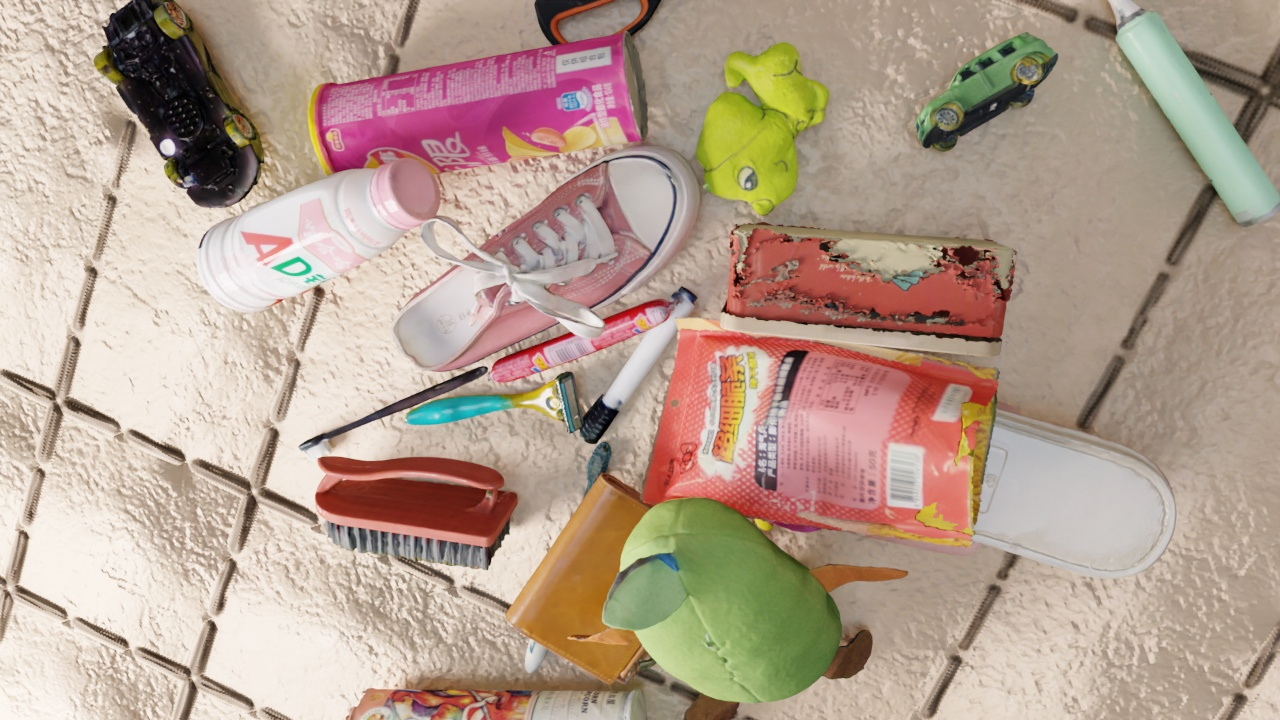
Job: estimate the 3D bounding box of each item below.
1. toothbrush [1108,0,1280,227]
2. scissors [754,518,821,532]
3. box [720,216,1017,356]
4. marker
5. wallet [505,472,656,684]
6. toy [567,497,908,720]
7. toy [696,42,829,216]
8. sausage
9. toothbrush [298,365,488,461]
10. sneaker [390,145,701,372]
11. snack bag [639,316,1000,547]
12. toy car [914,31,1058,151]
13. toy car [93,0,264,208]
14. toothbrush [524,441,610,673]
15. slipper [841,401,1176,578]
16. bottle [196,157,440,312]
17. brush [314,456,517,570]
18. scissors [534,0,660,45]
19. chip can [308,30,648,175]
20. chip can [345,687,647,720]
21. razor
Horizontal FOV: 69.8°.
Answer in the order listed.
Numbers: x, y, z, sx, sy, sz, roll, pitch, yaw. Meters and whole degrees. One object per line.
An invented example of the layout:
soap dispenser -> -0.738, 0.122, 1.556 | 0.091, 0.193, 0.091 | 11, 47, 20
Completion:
toothbrush -> 0.315, -0.177, 0.554 | 0.027, 0.027, 0.224 | -33, 94, 42
scissors -> 0.064, 0.106, 0.635 | 0.133, 0.017, 0.125 | 13, 137, 30
box -> 0.138, -0.056, 0.571 | 0.168, 0.091, 0.079 | 5, 103, 8
marker -> -0.004, 0.004, 0.642 | 0.022, 0.018, 0.131 | 36, 104, 6
wallet -> -0.013, 0.163, 0.657 | 0.119, 0.035, 0.131 | 32, 99, -11
toy -> 0.061, 0.166, 0.593 | 0.227, 0.089, 0.247 | -19, 135, 12
toy -> 0.075, -0.150, 0.596 | 0.100, 0.031, 0.096 | -38, 92, 9
sausage -> -0.042, -0.012, 0.637 | 0.156, 0.020, 0.020 | -20, 96, 20
toothbrush -> -0.180, 0.039, 0.662 | 0.181, 0.015, 0.018 | -23, 101, 25
sneaker -> -0.069, -0.060, 0.606 | 0.241, 0.087, 0.118 | -29, 94, 14
snack bag -> 0.105, 0.043, 0.568 | 0.208, 0.073, 0.128 | 7, 78, 25
toy car -> 0.210, -0.164, 0.564 | 0.091, 0.043, 0.036 | -33, 78, 5
toy car -> -0.323, -0.181, 0.649 | 0.070, 0.042, 0.158 | -28, 93, 13
toothbrush -> -0.055, 0.148, 0.676 | 0.016, 0.018, 0.192 | 20, 101, 6
slipper -> 0.197, 0.071, 0.601 | 0.275, 0.054, 0.114 | 11, 97, 17
bottle -> -0.212, -0.084, 0.601 | 0.197, 0.068, 0.068 | -13, 98, 35
brush -> -0.167, 0.103, 0.664 | 0.146, 0.063, 0.069 | 5, 112, 10
scissors -> 0.040, -0.252, 0.593 | 0.235, 0.021, 0.137 | 6, 109, 4
chip can -> -0.104, -0.162, 0.602 | 0.211, 0.071, 0.071 | -6, 99, 10
chip can -> -0.106, 0.280, 0.681 | 0.215, 0.071, 0.071 | -4, 99, 10
razor -> -0.107, 0.034, 0.658 | 0.133, 0.028, 0.043 | -7, 109, 14
